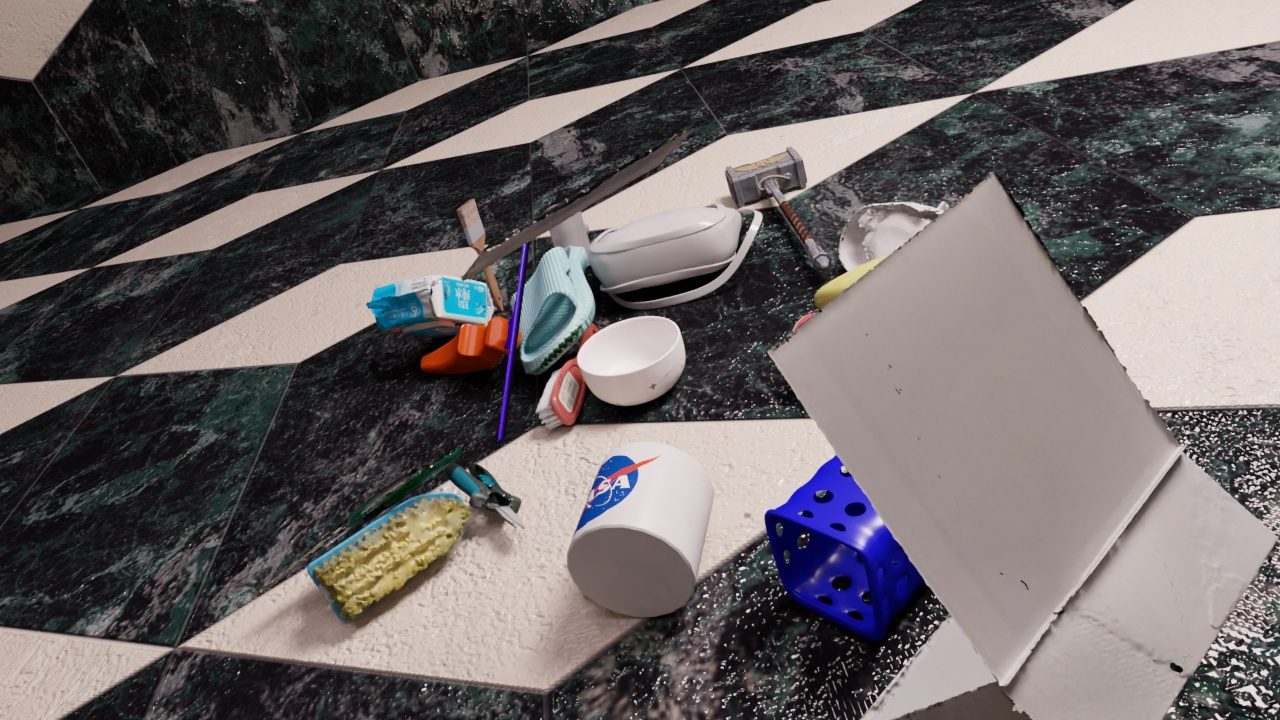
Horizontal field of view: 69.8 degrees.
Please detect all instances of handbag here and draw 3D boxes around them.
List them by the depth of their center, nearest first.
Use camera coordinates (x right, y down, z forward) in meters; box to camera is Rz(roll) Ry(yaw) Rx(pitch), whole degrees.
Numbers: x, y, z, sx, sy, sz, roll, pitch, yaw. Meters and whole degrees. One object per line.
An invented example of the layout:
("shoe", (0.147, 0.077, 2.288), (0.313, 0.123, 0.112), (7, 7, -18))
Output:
("handbag", (0.046, -0.146, 1.127), (0.216, 0.096, 0.222), (-12, 18, 12))

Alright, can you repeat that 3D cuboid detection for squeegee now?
("squeegee", (-0.183, -0.014, 1.018), (0.185, 0.055, 0.249), (-16, 60, 40))

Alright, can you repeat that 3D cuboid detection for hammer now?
("hammer", (0.179, -0.178, 1.104), (0.098, 0.044, 0.321), (-17, 30, 4))

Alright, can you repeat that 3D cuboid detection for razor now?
("razor", (-0.088, -0.172, 1.238), (0.047, 0.088, 0.116), (-14, 11, 9))

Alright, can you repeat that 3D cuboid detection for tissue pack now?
("tissue pack", (-0.246, -0.063, 1.105), (0.093, 0.061, 0.144), (-10, -5, 24))

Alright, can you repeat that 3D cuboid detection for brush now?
("brush", (-0.209, 0.157, 0.777), (0.135, 0.055, 0.075), (-34, 11, -23))
("brush", (-0.072, 0.013, 0.950), (0.030, 0.041, 0.172), (-24, 24, 23))
("brush", (-0.194, -0.126, 1.137), (0.008, 0.143, 0.045), (-8, 23, 16))

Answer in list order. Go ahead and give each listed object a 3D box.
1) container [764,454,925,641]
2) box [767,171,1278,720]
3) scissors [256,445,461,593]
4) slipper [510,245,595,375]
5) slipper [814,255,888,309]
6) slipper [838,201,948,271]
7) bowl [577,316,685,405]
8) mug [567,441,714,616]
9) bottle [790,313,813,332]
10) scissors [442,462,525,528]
("container", (0.155, 0.108, 0.611), (0.113, 0.085, 0.084), (-37, 35, -29))
("box", (0.159, 0.006, 0.358), (0.166, 0.507, 0.149), (-37, 38, -29))
("scissors", (-0.254, 0.141, 0.817), (0.209, 0.015, 0.155), (-35, 7, -21))
("slipper", (-0.107, -0.073, 1.046), (0.116, 0.069, 0.275), (-48, 20, 19))
("slipper", (0.245, -0.052, 0.827), (0.091, 0.081, 0.191), (-31, 15, -27))
("slipper", (0.290, -0.103, 0.890), (0.247, 0.074, 0.112), (26, 83, 54))
("bowl", (-0.005, 0.005, 0.904), (0.105, 0.054, 0.104), (-14, 32, 9))
("mug", (-0.007, 0.131, 0.678), (0.122, 0.091, 0.089), (-43, 15, 34))
("bottle", (0.213, 0.001, 0.776), (0.177, 0.062, 0.062), (12, 42, 42))
("scissors", (-0.134, 0.116, 0.819), (0.129, 0.019, 0.138), (18, 7, 9))
